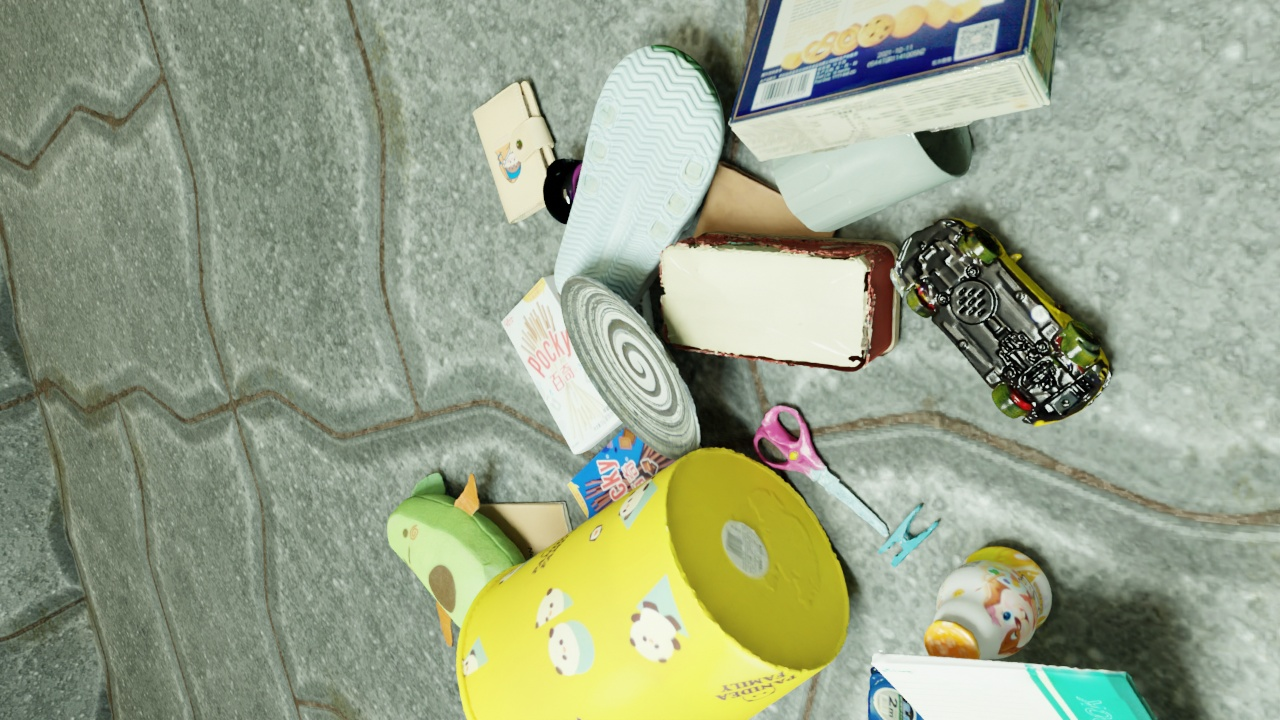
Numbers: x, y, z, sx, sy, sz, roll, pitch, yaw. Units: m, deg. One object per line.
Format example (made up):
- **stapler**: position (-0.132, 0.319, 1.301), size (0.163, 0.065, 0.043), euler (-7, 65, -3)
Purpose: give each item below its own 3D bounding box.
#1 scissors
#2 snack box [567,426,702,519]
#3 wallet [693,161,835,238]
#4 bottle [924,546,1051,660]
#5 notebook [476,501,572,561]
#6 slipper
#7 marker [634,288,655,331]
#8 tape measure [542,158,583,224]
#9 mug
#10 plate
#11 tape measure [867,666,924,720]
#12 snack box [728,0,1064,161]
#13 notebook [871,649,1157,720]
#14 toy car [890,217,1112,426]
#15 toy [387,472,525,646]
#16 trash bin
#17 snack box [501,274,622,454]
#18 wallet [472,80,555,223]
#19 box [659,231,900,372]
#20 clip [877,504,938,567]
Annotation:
- **scissors**: position (0.144, 0.093, 0.727), size (0.133, 0.017, 0.057), euler (43, 121, 20)
- **snack box**: position (-0.002, 0.111, 0.854), size (0.158, 0.026, 0.084), euler (-46, 70, 39)
- **wallet**: position (0.090, -0.087, 0.722), size (0.115, 0.020, 0.101), euler (35, 122, 27)
- **bottle**: position (0.227, 0.167, 0.608), size (0.063, 0.108, 0.063), euler (15, 112, 39)
- **notebook**: position (-0.138, 0.229, 1.022), size (0.208, 0.008, 0.148), euler (-9, 96, 43)
- **slipper**: position (0.001, -0.134, 0.748), size (0.104, 0.074, 0.246), euler (32, 128, 9)
- **marker**: position (-0.002, -0.076, 0.808), size (0.017, 0.016, 0.146), euler (1, 102, 42)
- **tape measure**: position (-0.055, -0.149, 0.809), size (0.039, 0.057, 0.058), euler (1, 94, 41)
- **mug**: position (0.151, -0.158, 0.615), size (0.104, 0.083, 0.123), euler (-23, 59, 44)
- **plate**: position (-0.004, 0.004, 0.754), size (0.179, 0.024, 0.180), euler (44, 155, 26)
- **tape measure**: position (0.204, 0.269, 0.714), size (0.055, 0.025, 0.058), euler (9, 112, 38)
- **snack box**: position (0.155, -0.216, 0.543), size (0.178, 0.045, 0.182), euler (-1, 64, 42)
- **notebook**: position (0.261, 0.243, 0.582), size (0.151, 0.012, 0.209), euler (-11, 131, 42)
- **toy car**: position (0.232, -0.028, 0.594), size (0.156, 0.041, 0.071), euler (51, 129, 16)
- **toy**: position (-0.189, 0.224, 1.000), size (0.247, 0.089, 0.227), euler (28, 113, 30)
- **trash bin**: position (0.014, 0.214, 0.746), size (0.256, 0.229, 0.229), euler (-43, 72, 35)
- **snack box**: position (-0.071, 0.004, 0.886), size (0.085, 0.026, 0.156), euler (-41, 75, 41)
- **wallet**: position (-0.115, -0.198, 0.872), size (0.087, 0.024, 0.115), euler (-19, 88, 42)
- **box**: position (0.095, -0.047, 0.669), size (0.169, 0.076, 0.091), euler (8, 109, 34)
- **clip**: position (0.200, 0.133, 0.687), size (0.043, 0.014, 0.057), euler (45, 128, 24)
